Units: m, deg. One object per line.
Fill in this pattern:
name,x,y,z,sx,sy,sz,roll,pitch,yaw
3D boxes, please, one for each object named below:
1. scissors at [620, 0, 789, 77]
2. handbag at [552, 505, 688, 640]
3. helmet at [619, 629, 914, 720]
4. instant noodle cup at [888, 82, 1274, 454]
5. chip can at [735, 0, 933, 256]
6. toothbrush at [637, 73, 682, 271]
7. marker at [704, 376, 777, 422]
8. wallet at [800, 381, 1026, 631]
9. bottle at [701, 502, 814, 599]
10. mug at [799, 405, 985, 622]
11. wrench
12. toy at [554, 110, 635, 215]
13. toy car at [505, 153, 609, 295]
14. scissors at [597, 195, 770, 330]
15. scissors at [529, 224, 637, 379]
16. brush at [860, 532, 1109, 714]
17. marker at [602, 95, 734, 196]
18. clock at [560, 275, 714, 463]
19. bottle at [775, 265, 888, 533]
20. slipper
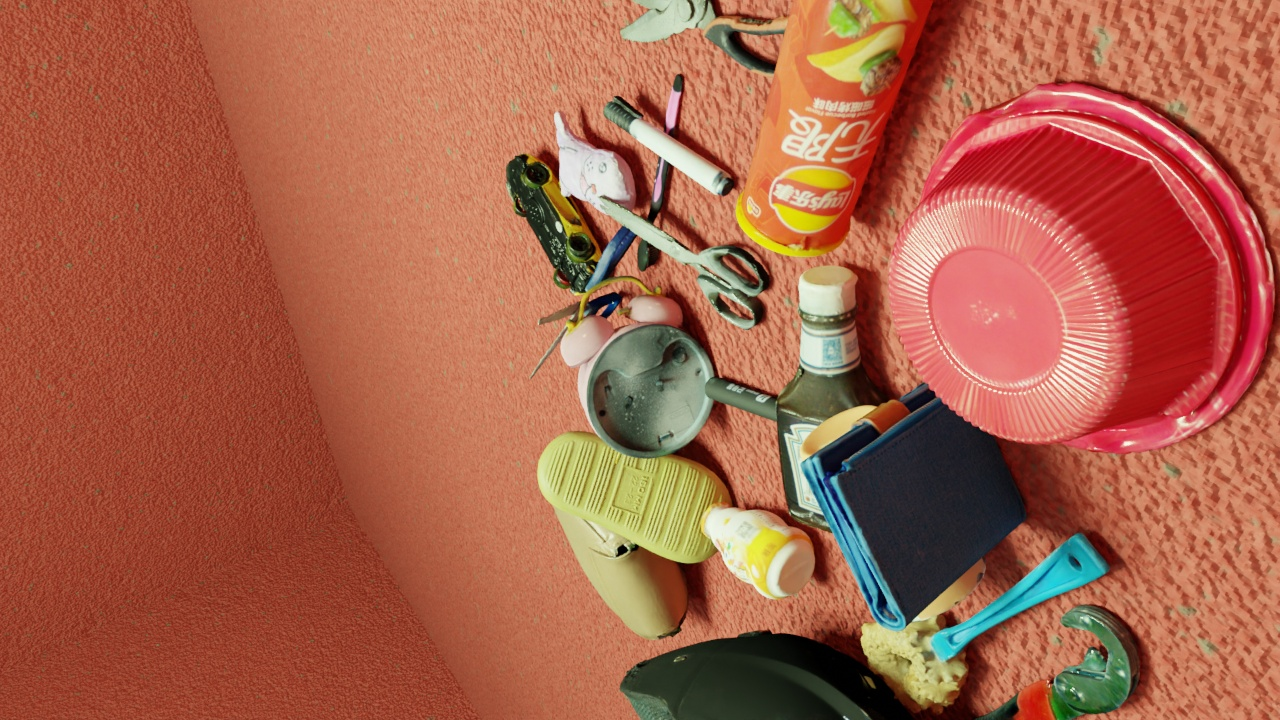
scissors,0.044,-0.241,0.601,0.195,0.015,0.216,57,154,16
handbag,-0.016,0.202,0.989,0.148,0.099,0.205,39,158,47
helmet,0.118,0.336,0.729,0.274,0.230,0.233,8,-109,-72
instant noodle cup,0.192,-0.031,0.454,0.194,0.065,0.194,43,146,39
chip can,0.108,-0.156,0.494,0.073,0.073,0.217,50,149,28
toothbrush,0.018,-0.145,0.738,0.014,0.017,0.190,48,146,30
marker,0.098,0.037,0.735,0.132,0.020,0.022,20,115,54
wallet,0.159,0.075,0.526,0.040,0.132,0.106,-26,90,55
bottle,0.098,0.159,0.792,0.108,0.063,0.063,26,134,52
mug,0.156,0.094,0.585,0.123,0.078,0.078,57,156,-12
wrench,0.256,0.241,0.624,0.056,0.016,0.274,52,151,28
toy,-0.040,-0.163,0.793,0.108,0.038,0.084,40,147,41
toy car,-0.082,-0.135,0.893,0.156,0.041,0.071,58,153,11
scissors,0.029,-0.079,0.732,0.175,0.014,0.137,3,123,50
scissors,-0.045,-0.056,0.808,0.012,0.172,0.163,36,112,11
brush,0.223,0.175,0.612,0.083,0.045,0.255,58,149,23
marker,0.020,-0.163,0.692,0.131,0.018,0.023,40,131,28
clock,-0.005,0.005,0.794,0.060,0.117,0.158,30,140,67
bottle,0.132,0.031,0.631,0.080,0.043,0.195,12,124,34
slipper,-0.006,0.121,0.860,0.190,0.091,0.082,23,177,-11
